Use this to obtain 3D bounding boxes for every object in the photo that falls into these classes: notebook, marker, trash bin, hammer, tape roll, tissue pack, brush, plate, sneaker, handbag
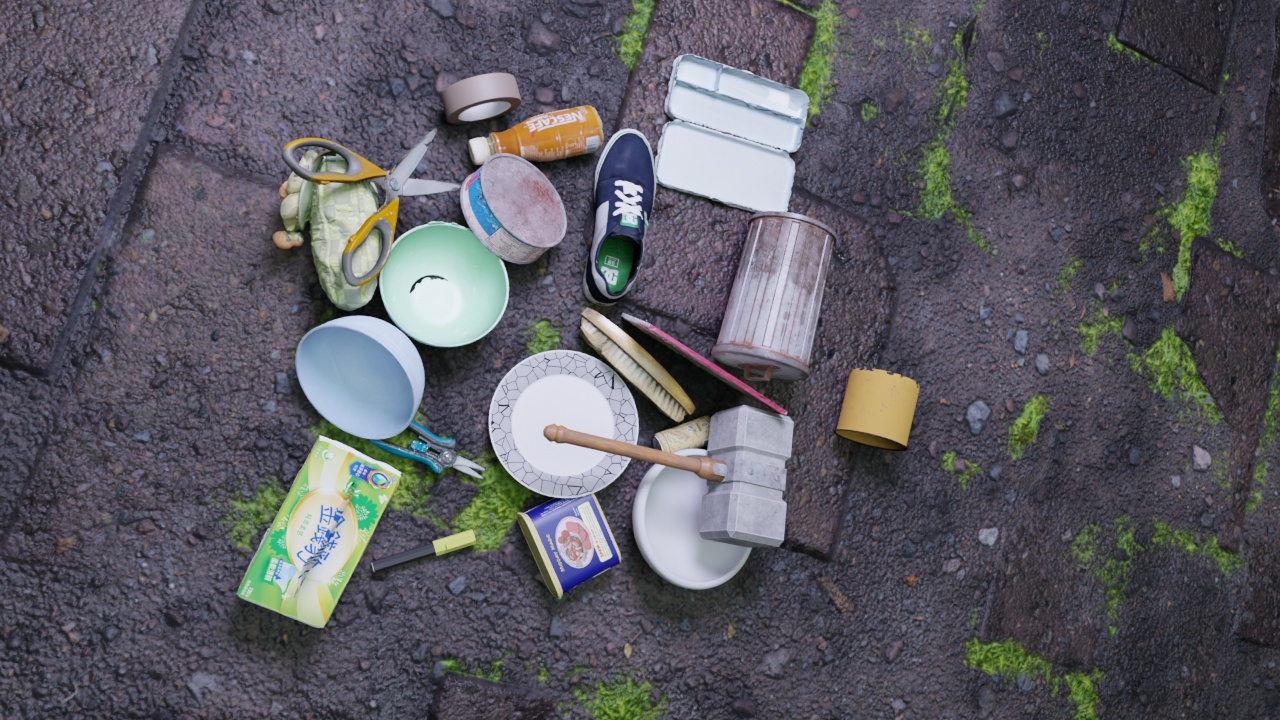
[{"bbox_3d":[0.078,0.002,1.166,0.208,0.153,0.012,32,90,-15],"label":"notebook"},{"bbox_3d":[-0.261,0.231,1.107,0.123,0.021,0.017,-15,91,-17],"label":"marker"},{"bbox_3d":[0.178,-0.075,1.215,0.130,0.131,0.211,18,80,-17],"label":"trash bin"},{"bbox_3d":[0.030,0.118,1.100,0.317,0.083,0.162,16,72,-25],"label":"hammer"},{"bbox_3d":[-0.194,-0.318,1.119,0.093,0.094,0.030,-16,92,-19],"label":"tape roll"},{"bbox_3d":[-0.352,0.190,1.014,0.120,0.141,0.197,22,81,-17],"label":"tissue pack"},{"bbox_3d":[-0.007,0.007,1.185,0.195,0.059,0.043,43,84,-10],"label":"brush"},{"bbox_3d":[-0.097,0.080,1.157,0.188,0.016,0.188,4,73,-13],"label":"plate"},{"bbox_3d":[-0.020,-0.189,1.179,0.084,0.079,0.235,11,83,-17],"label":"sneaker"},{"bbox_3d":[-0.357,-0.150,1.049,0.117,0.113,0.186,-2,89,-12],"label":"handbag"}]

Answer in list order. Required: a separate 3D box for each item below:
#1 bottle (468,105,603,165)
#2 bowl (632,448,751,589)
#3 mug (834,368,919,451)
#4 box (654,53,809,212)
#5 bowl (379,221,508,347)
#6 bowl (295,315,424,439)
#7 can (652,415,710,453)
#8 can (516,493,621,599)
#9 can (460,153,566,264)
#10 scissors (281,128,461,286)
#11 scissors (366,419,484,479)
[{"bbox_3d":[-0.132,-0.278,1.157,0.167,0.059,0.059,-16,92,-16],"label":"bottle"},{"bbox_3d":[0.060,0.205,1.186,0.176,0.066,0.176,6,76,-27],"label":"bowl"},{"bbox_3d":[0.335,0.070,1.284,0.123,0.101,0.094,32,71,-57],"label":"mug"},{"bbox_3d":[0.127,-0.307,1.264,0.208,0.037,0.189,10,92,-18],"label":"box"},{"bbox_3d":[-0.239,-0.082,1.095,0.150,0.077,0.150,5,77,-23],"label":"bowl"},{"bbox_3d":[-0.309,0.009,1.056,0.150,0.151,0.074,47,33,-11],"label":"bowl"},{"bbox_3d":[0.058,0.103,1.212,0.079,0.038,0.038,-18,93,-19],"label":"can"},{"bbox_3d":[-0.088,0.224,1.148,0.092,0.057,0.116,-25,95,-19],"label":"can"},{"bbox_3d":[-0.153,-0.185,1.116,0.130,0.044,0.129,29,46,-35],"label":"can"},{"bbox_3d":[-0.295,-0.195,1.012,0.216,0.016,0.224,45,56,-36],"label":"scissors"},{"bbox_3d":[-0.263,0.109,1.113,0.143,0.019,0.126,-16,87,-25],"label":"scissors"}]
